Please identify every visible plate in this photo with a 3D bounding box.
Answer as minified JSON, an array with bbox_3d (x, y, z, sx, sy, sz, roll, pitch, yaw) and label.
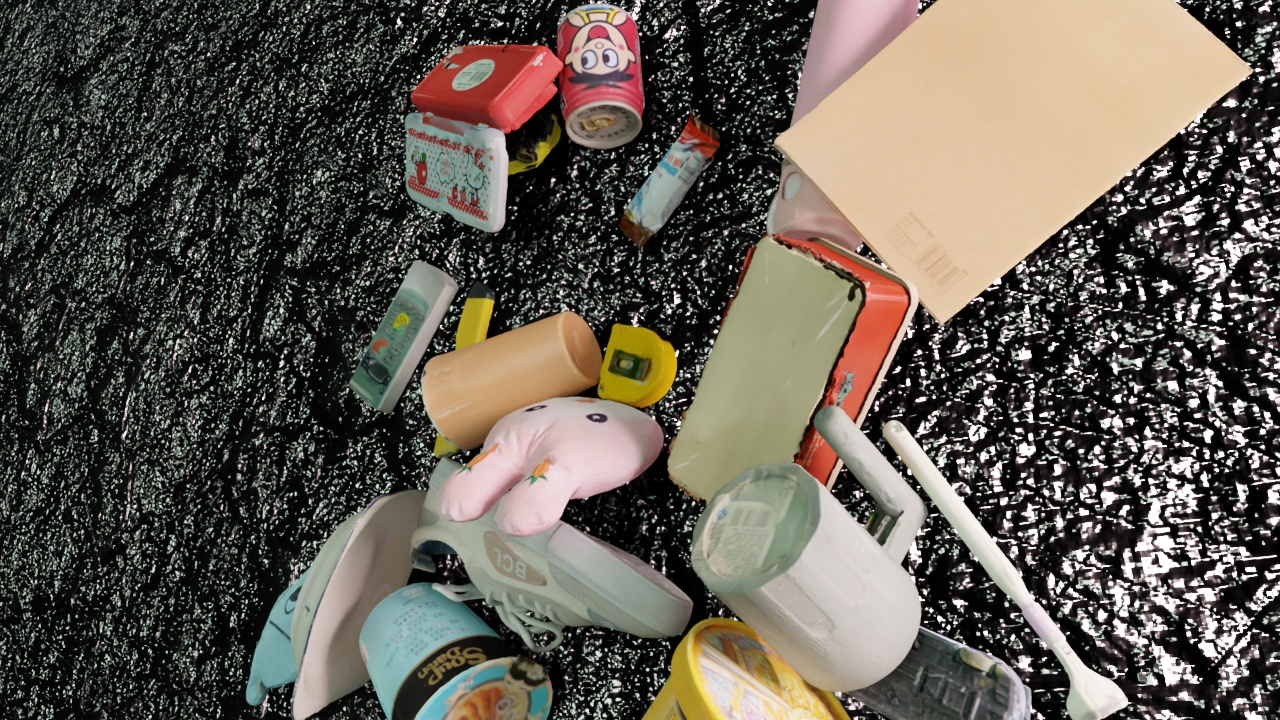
[{"bbox_3d":[-0.210,0.169,0.674,0.034,0.163,0.164,19,86,8],"label":"plate"}]

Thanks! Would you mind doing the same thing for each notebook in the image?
[{"bbox_3d":[0.205,-0.143,0.527,0.211,0.012,0.149,-41,75,8],"label":"notebook"}]

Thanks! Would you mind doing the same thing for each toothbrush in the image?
[{"bbox_3d":[0.189,0.106,0.501,0.029,0.020,0.189,-25,57,-8],"label":"toothbrush"}]

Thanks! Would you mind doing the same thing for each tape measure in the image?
[{"bbox_3d":[-0.004,0.004,0.661,0.057,0.029,0.060,10,82,36],"label":"tape measure"}]

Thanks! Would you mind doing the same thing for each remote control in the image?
[{"bbox_3d":[-0.213,-0.023,0.821,0.056,0.019,0.135,33,95,37],"label":"remote control"}]

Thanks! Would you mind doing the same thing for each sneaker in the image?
[{"bbox_3d":[-0.077,0.147,0.627,0.242,0.089,0.090,19,79,39],"label":"sneaker"}]

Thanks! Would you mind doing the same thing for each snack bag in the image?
[{"bbox_3d":[0.021,-0.134,0.689,0.104,0.026,0.048,-51,42,11],"label":"snack bag"}]

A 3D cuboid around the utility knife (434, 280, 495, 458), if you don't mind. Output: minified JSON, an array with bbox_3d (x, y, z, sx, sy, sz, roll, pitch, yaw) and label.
[{"bbox_3d":[-0.147,0.007,0.769,0.033,0.015,0.153,4,79,42],"label":"utility knife"}]

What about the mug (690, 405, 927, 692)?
[{"bbox_3d":[0.098,0.098,0.493,0.084,0.103,0.123,9,59,54],"label":"mug"}]

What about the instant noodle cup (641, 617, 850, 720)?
[{"bbox_3d":[0.044,0.226,0.508,0.118,0.118,0.115,46,110,35],"label":"instant noodle cup"}]

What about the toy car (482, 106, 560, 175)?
[{"bbox_3d":[-0.107,-0.182,0.791,0.105,0.032,0.048,-10,64,45],"label":"toy car"}]

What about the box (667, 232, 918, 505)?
[{"bbox_3d":[0.079,0.014,0.540,0.091,0.077,0.168,35,114,37],"label":"box"}]

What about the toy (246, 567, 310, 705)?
[{"bbox_3d":[-0.281,0.220,0.754,0.161,0.049,0.156,-62,25,-3],"label":"toy"}]

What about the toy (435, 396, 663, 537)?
[{"bbox_3d":[-0.057,0.066,0.608,0.121,0.159,0.054,5,113,28],"label":"toy"}]

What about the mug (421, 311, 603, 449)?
[{"bbox_3d":[-0.094,0.012,0.697,0.123,0.078,0.078,-22,64,22],"label":"mug"}]

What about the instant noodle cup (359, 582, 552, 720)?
[{"bbox_3d":[-0.138,0.220,0.648,0.120,0.111,0.111,33,95,46],"label":"instant noodle cup"}]

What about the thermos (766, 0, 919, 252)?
[{"bbox_3d":[0.130,-0.168,0.605,0.087,0.067,0.198,0,75,63],"label":"thermos"}]

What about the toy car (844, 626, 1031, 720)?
[{"bbox_3d":[0.149,0.171,0.498,0.121,0.036,0.054,16,83,47],"label":"toy car"}]

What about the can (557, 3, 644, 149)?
[{"bbox_3d":[-0.032,-0.224,0.728,0.067,0.066,0.093,-17,67,30],"label":"can"}]

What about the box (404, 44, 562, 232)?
[{"bbox_3d":[-0.147,-0.197,0.775,0.201,0.065,0.160,28,96,53],"label":"box"}]
